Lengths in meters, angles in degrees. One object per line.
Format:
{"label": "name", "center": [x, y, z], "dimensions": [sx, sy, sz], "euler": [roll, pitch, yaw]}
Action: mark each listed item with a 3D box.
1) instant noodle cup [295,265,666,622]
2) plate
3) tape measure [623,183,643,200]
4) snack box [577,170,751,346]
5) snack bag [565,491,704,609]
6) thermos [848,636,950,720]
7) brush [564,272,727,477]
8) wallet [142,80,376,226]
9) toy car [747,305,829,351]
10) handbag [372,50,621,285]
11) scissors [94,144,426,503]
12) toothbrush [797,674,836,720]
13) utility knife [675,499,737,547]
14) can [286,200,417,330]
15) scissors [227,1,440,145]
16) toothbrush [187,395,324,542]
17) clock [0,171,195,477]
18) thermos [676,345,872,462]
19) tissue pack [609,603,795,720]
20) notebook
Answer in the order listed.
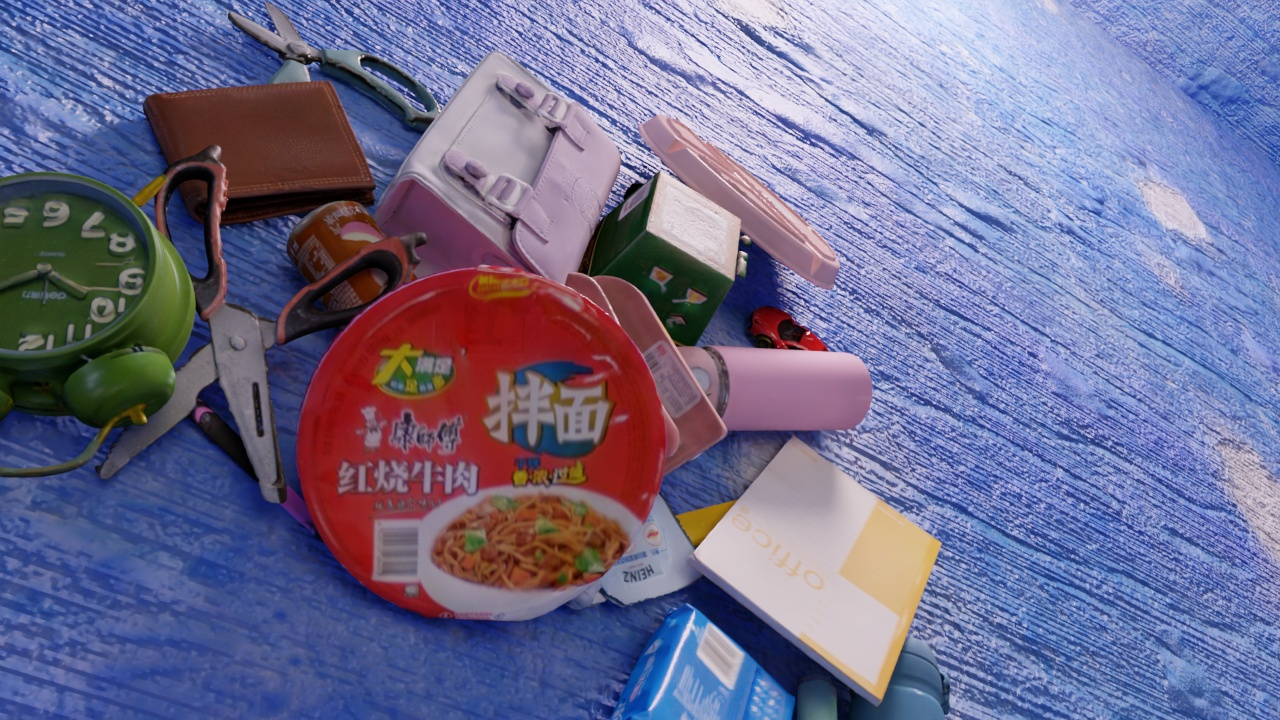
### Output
{"label": "instant noodle cup", "center": [-0.087, 0.044, 0.510], "dimensions": [0.194, 0.194, 0.066], "euler": [30, 0, -15]}
{"label": "plate", "center": [0.094, -0.148, 0.831], "dimensions": [0.229, 0.028, 0.229], "euler": [36, 17, -13]}
{"label": "tape measure", "center": [0.017, -0.129, 0.812], "dimensions": [0.057, 0.039, 0.058], "euler": [-8, 57, -42]}
{"label": "snack box", "center": [0.014, -0.076, 0.712], "dimensions": [0.117, 0.106, 0.118], "euler": [28, 42, -16]}
{"label": "snack bag", "center": [-0.038, 0.070, 0.602], "dimensions": [0.110, 0.039, 0.191], "euler": [-2, 59, -47]}
{"label": "thermos", "center": [0.161, 0.276, 0.563], "dimensions": [0.070, 0.070, 0.219], "euler": [30, 43, -15]}
{"label": "brush", "center": [-0.004, 0.004, 0.610], "dimensions": [0.145, 0.063, 0.073], "euler": [61, 15, 19]}
{"label": "wallet", "center": [-0.249, -0.140, 0.607], "dimensions": [0.124, 0.032, 0.101], "euler": [-15, 66, -32]}
{"label": "toy car", "center": [0.141, -0.009, 0.816], "dimensions": [0.106, 0.031, 0.049], "euler": [42, 40, 2]}
{"label": "handbag", "center": [-0.097, -0.127, 0.682], "dimensions": [0.145, 0.099, 0.196], "euler": [35, 42, -18]}
{"label": "scissors", "center": [-0.220, -0.027, 0.507], "dimensions": [0.189, 0.015, 0.221], "euler": [40, 59, 3]}
{"label": "toothbrush", "center": [0.104, 0.292, 0.535], "dimensions": [0.026, 0.027, 0.223], "euler": [22, 45, -13]}
{"label": "utility knife", "center": [0.074, 0.113, 0.670], "dimensions": [0.154, 0.015, 0.033], "euler": [-5, 42, -40]}
{"label": "can", "center": [-0.158, -0.029, 0.574], "dimensions": [0.147, 0.058, 0.057], "euler": [52, 42, 10]}
{"label": "scissors", "center": [-0.238, -0.200, 0.686], "dimensions": [0.173, 0.019, 0.178], "euler": [27, 44, -20]}
{"label": "toothbrush", "center": [-0.233, 0.032, 0.496], "dimensions": [0.189, 0.018, 0.014], "euler": [44, 50, -1]}
{"label": "clock", "center": [-0.285, -0.020, 0.444], "dimensions": [0.116, 0.056, 0.161], "euler": [-1, 67, -15]}
{"label": "thermos", "center": [0.088, 0.032, 0.711], "dimensions": [0.198, 0.067, 0.087], "euler": [1, 77, -33]}
{"label": "tissue pack", "center": [0.032, 0.206, 0.511], "dimensions": [0.095, 0.052, 0.156], "euler": [43, 22, 1]}
{"label": "notebook", "center": [0.133, 0.135, 0.652], "dimensions": [0.146, 0.010, 0.205], "euler": [36, 31, 13]}
